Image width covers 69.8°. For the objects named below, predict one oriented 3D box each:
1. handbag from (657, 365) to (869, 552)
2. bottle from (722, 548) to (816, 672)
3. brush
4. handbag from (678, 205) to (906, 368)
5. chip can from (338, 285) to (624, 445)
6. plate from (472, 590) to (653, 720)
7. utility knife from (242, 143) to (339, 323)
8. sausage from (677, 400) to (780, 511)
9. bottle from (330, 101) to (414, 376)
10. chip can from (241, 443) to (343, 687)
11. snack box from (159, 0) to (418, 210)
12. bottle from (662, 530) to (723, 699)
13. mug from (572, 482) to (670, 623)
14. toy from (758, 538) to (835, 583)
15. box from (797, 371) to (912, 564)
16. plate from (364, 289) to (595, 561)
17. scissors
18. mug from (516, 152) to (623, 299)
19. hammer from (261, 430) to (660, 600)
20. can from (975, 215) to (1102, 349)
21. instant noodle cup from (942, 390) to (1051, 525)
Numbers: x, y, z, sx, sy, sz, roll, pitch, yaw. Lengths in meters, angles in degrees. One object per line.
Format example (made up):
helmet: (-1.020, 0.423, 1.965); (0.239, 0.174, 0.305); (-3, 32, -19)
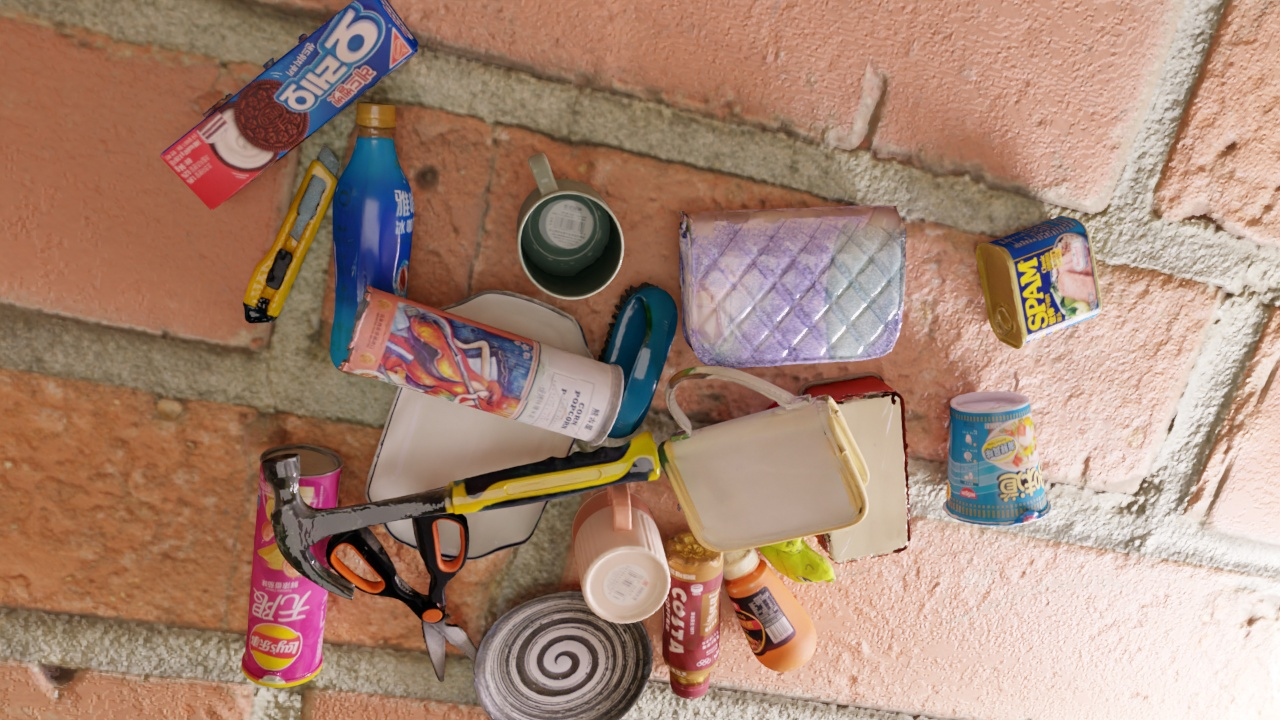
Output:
handbag: (0.100, 0.073, 0.803); (0.164, 0.063, 0.179); (-17, 113, 23)
bottle: (0.117, 0.234, 0.906); (0.067, 0.066, 0.149); (-30, 102, 2)
brush: (-0.005, 0.005, 0.807); (0.055, 0.073, 0.144); (14, 106, -19)
handbag: (0.128, -0.066, 0.802); (0.194, 0.075, 0.134); (-3, 105, -8)
chip can: (-0.124, 0.006, 0.735); (0.214, 0.071, 0.071); (19, 104, -19)
plate: (-0.077, 0.303, 0.917); (0.179, 0.024, 0.179); (-3, 109, -8)
utility knife: (-0.291, -0.102, 0.765); (0.033, 0.015, 0.168); (25, 103, -17)
sausage: (0.090, 0.089, 0.875); (0.020, 0.020, 0.156); (42, 98, -17)
bottle: (-0.219, -0.097, 0.749); (0.065, 0.065, 0.219); (4, 108, -9)
chip can: (-0.314, 0.183, 0.825); (0.071, 0.071, 0.211); (8, 106, -10)
snack box: (-0.270, -0.204, 0.714); (0.207, 0.057, 0.058); (-36, 111, 4)
bottle: (0.050, 0.252, 0.896); (0.057, 0.057, 0.175); (-3, 116, -7)
mug: (-0.019, 0.164, 0.839); (0.081, 0.106, 0.115); (-1, 108, -8)
toy: (0.141, 0.182, 0.890); (0.031, 0.097, 0.100); (-55, 143, -24)
box: (0.203, 0.105, 0.865); (0.091, 0.076, 0.168); (-10, 108, -5)
plate: (-0.142, 0.059, 0.818); (0.162, 0.034, 0.266); (18, 109, -15)
scissors: (-0.209, 0.219, 0.849); (0.197, 0.021, 0.227); (12, 119, -19)
mug: (-0.065, -0.114, 0.743); (0.082, 0.106, 0.112); (-22, 109, 0)
hammer: (-0.142, 0.116, 0.778); (0.323, 0.032, 0.126); (-10, 97, -11)
can: (0.365, -0.073, 0.841); (0.083, 0.057, 0.102); (-21, 110, -3)
instant noodle cup: (0.336, 0.089, 0.874); (0.099, 0.099, 0.110); (-8, 100, -5)
